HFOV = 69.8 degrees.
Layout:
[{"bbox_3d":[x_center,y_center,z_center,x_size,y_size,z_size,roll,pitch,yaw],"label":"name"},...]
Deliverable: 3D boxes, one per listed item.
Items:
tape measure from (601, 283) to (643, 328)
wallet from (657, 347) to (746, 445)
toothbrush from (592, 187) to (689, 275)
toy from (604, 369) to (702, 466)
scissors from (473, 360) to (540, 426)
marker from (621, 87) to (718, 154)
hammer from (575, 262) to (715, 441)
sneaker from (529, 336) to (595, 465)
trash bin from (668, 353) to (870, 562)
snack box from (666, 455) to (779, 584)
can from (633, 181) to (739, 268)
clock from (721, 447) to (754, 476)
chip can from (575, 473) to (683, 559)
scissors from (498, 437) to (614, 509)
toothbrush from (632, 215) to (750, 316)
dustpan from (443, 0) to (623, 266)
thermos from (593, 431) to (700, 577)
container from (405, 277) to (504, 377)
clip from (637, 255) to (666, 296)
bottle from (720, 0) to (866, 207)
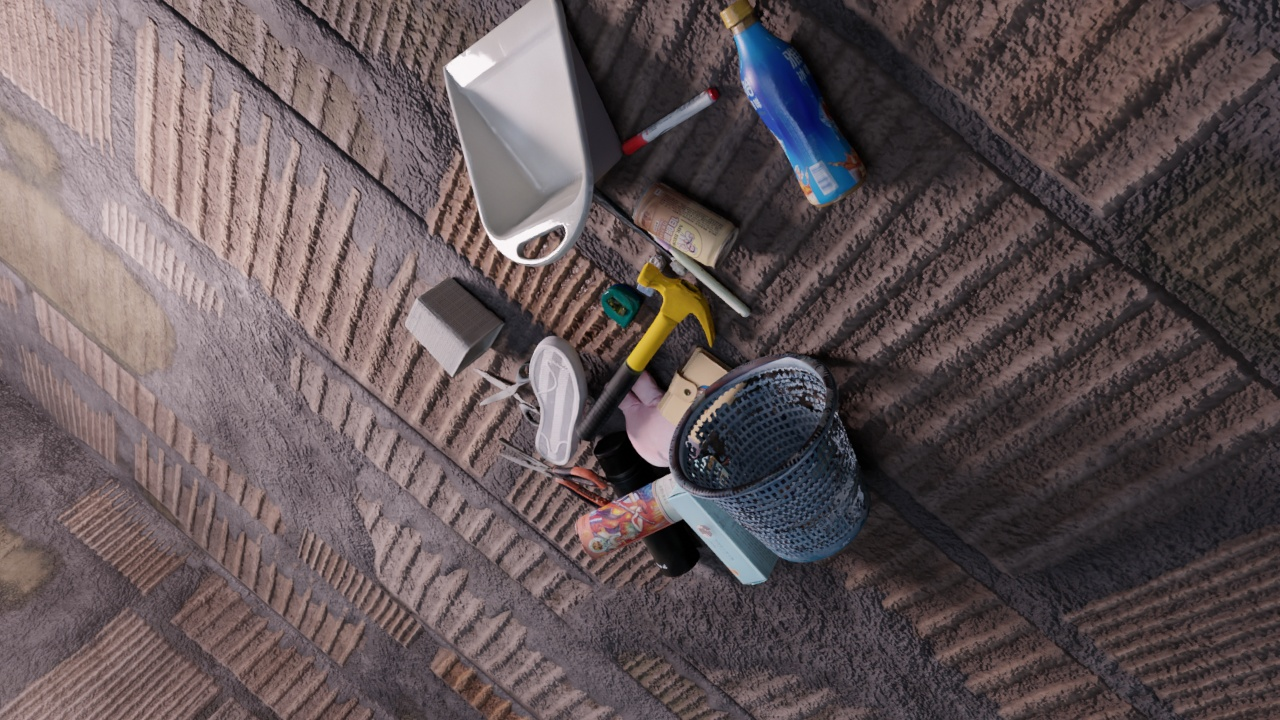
[{"bbox_3d":[-0.027,-0.075,1.235,0.054,0.025,0.058,37,137,4],"label":"tape measure"},{"bbox_3d":[0.078,0.047,1.235,0.087,0.024,0.115,38,119,11],"label":"wallet"},{"bbox_3d":[-0.010,-0.167,1.153,0.181,0.018,0.016,41,135,4],"label":"toothbrush"},{"bbox_3d":[0.019,0.082,1.309,0.122,0.054,0.159,-27,103,39],"label":"toy"},{"bbox_3d":[-0.202,0.051,1.462,0.159,0.014,0.181,56,132,12],"label":"scissors"},{"bbox_3d":[0.032,-0.269,1.036,0.146,0.017,0.017,-20,110,44],"label":"marker"},{"bbox_3d":[-0.007,0.007,1.232,0.129,0.032,0.302,32,126,-6],"label":"hammer"},{"bbox_3d":[-0.107,0.046,1.349,0.089,0.090,0.243,21,137,15],"label":"sneaker"},{"bbox_3d":[0.179,0.137,1.141,0.227,0.225,0.195,-8,131,40],"label":"trash bin"},{"bbox_3d":[0.119,0.219,1.251,0.175,0.074,0.052,49,140,-11],"label":"snack box"},{"bbox_3d":[0.053,-0.160,1.080,0.116,0.058,0.059,32,137,11],"label":"can"},{"bbox_3d":[0.149,0.173,1.289,0.082,0.055,0.122,16,133,24],"label":"clock"},{"bbox_3d":[0.011,0.220,1.348,0.215,0.071,0.071,-28,107,17],"label":"chip can"},{"bbox_3d":[-0.120,0.179,1.410,0.227,0.015,0.189,5,146,40],"label":"scissors"},{"bbox_3d":[0.065,-0.120,1.135,0.189,0.020,0.029,42,168,-2],"label":"toothbrush"},{"bbox_3d":[-0.141,-0.254,1.086,0.223,0.142,0.258,-16,115,43],"label":"dustpan"},{"bbox_3d":[0.006,0.222,1.437,0.242,0.068,0.090,61,167,-18],"label":"thermos"},{"bbox_3d":[-0.287,-0.054,1.399,0.114,0.090,0.090,44,137,3],"label":"container"},{"bbox_3d":[0.016,-0.111,1.177,0.027,0.043,0.058,35,130,11],"label":"clip"},{"bbox_3d":[0.149,-0.260,0.922,0.065,0.065,0.219,-20,110,44],"label":"bottle"}]
